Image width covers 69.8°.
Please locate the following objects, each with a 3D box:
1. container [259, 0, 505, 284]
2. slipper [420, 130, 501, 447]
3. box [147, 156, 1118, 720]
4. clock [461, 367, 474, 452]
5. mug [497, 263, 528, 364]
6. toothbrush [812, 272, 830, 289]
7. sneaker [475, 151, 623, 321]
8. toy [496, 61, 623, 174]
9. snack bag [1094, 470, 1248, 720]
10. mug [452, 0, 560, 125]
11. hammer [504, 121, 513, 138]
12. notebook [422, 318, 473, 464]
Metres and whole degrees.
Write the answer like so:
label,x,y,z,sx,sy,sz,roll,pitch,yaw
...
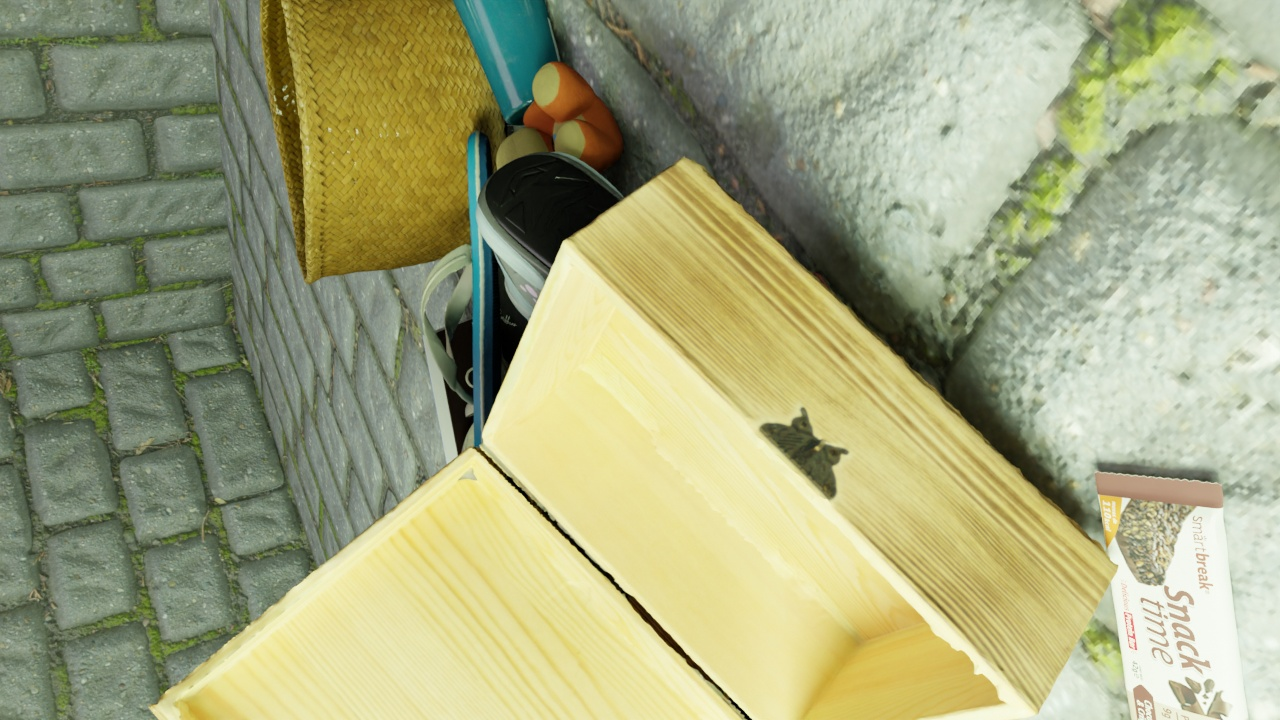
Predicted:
label,x,y,z,sx,sy,sz,roll,pitch,yaw
container,-0.258,-0.244,0.912,0.308,0.196,0.307,169,90,-67
slipper,-0.155,-0.053,0.814,0.118,0.060,0.295,-95,4,-83
box,-0.027,0.146,0.459,0.279,0.335,0.287,44,150,6
clock,-0.144,0.080,0.951,0.157,0.103,0.061,66,157,3
mug,-0.078,-0.039,0.810,0.113,0.078,0.088,34,130,52
toothbrush,0.140,0.024,0.519,0.189,0.016,0.016,62,147,25
sneaker,-0.013,-0.028,0.669,0.256,0.092,0.161,40,156,14
toy,-0.068,-0.149,0.748,0.176,0.096,0.112,107,145,-59
snack bag,0.234,0.127,0.401,0.057,0.013,0.158,-1,101,59
mug,-0.105,-0.267,0.777,0.078,0.078,0.121,-22,88,61
hammer,-0.122,-0.148,0.912,0.095,0.015,0.325,9,109,59
notebook,-0.193,0.064,1.026,0.171,0.022,0.209,-67,-32,-81
